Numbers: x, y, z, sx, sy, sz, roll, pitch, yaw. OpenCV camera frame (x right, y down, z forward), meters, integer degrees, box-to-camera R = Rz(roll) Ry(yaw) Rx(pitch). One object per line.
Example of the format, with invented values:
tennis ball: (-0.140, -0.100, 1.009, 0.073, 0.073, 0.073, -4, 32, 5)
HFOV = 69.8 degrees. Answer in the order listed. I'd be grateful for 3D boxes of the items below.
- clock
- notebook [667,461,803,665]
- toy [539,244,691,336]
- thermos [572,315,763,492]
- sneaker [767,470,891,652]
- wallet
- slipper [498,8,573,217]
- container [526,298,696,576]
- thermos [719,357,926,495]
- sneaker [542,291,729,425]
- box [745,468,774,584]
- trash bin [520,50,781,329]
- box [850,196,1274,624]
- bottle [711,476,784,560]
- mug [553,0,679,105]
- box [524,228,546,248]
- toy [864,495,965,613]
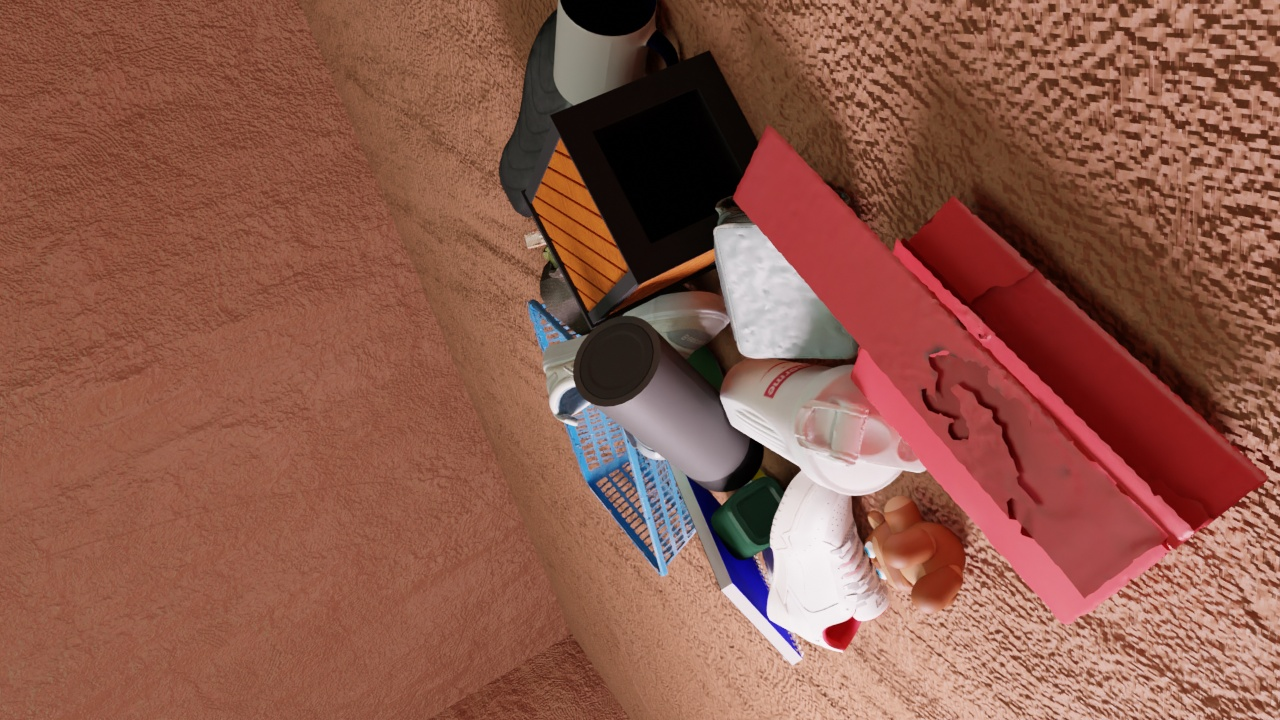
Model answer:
clock: (0.026, 0.045, 1.020, 0.162, 0.075, 0.122, -48, 61, 47)
notebook: (0.104, 0.219, 1.024, 0.171, 0.022, 0.209, 51, -171, -34)
toy: (-0.032, -0.083, 0.934, 0.179, 0.078, 0.153, 35, 143, -32)
thermos: (0.034, 0.049, 0.847, 0.082, 0.082, 0.240, 50, -175, 37)
sneaker: (0.183, 0.186, 0.845, 0.104, 0.090, 0.237, 26, 137, 29)
wallet: (0.110, -0.060, 0.670, 0.100, 0.054, 0.132, 4, 129, 23)
slipper: (-0.083, -0.251, 0.957, 0.113, 0.075, 0.269, 60, 147, 19)
container: (-0.026, 0.092, 1.273, 0.257, 0.089, 0.363, 43, 154, 48)
thermos: (0.134, 0.045, 0.740, 0.099, 0.099, 0.220, 67, 167, -12)
sneaker: (-0.006, 0.005, 0.920, 0.243, 0.089, 0.090, -21, 64, 40)
box: (0.169, 0.218, 1.013, 0.130, 0.036, 0.210, 31, 144, 54)
trash bin: (0.004, -0.133, 0.767, 0.139, 0.139, 0.172, 62, 163, 1)
box: (0.222, 0.036, 0.541, 0.153, 0.164, 0.214, -50, 61, 24)
bottle: (0.111, 0.167, 0.941, 0.061, 0.061, 0.131, 56, 164, 13)
mug: (-0.018, -0.261, 0.770, 0.112, 0.078, 0.097, 31, 158, 5)
box: (-0.087, -0.156, 1.120, 0.187, 0.082, 0.042, -167, 64, -70)
toy: (0.210, 0.156, 0.738, 0.095, 0.065, 0.128, 65, 168, 0)
